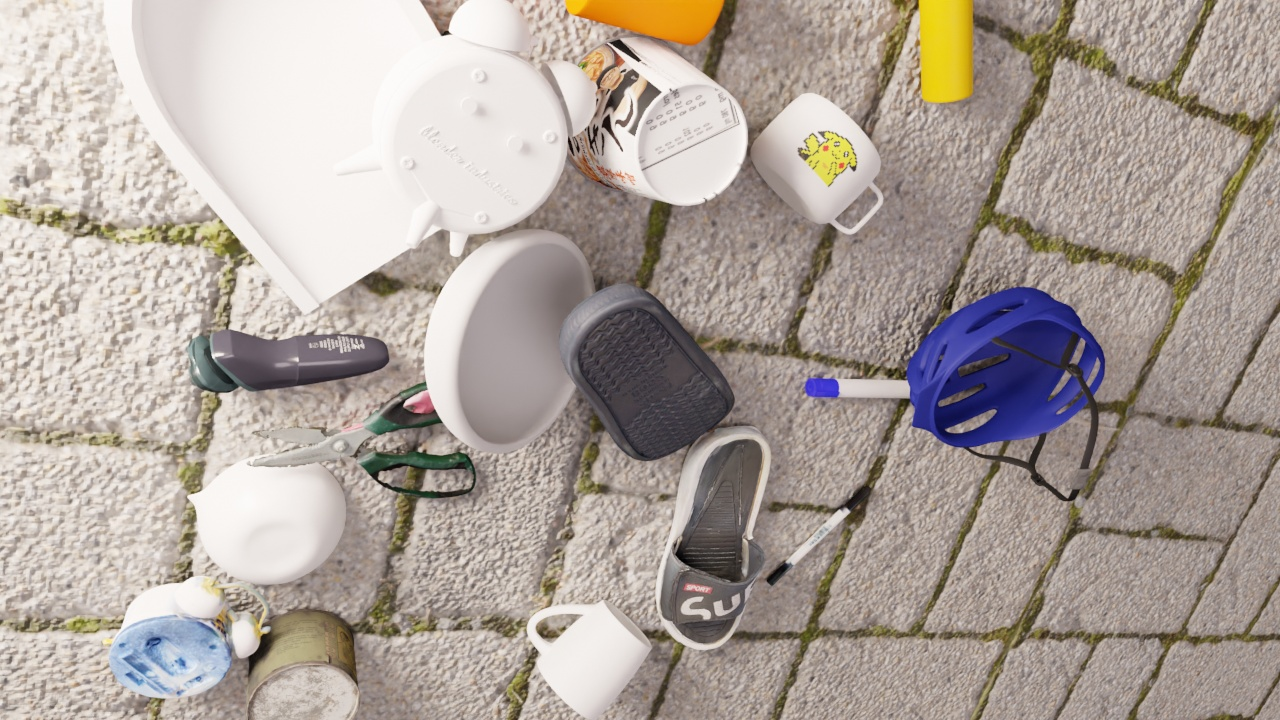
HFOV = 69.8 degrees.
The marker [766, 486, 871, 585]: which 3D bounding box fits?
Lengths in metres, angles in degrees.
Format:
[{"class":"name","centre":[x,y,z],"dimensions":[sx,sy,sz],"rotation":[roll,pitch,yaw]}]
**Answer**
[{"class":"marker","centre":[0.194,0.190,0.995],"dimensions":[0.152,0.011,0.011],"rotation":[-44,122,2]}]

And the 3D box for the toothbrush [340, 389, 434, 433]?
[{"class":"toothbrush","centre":[-0.200,0.044,0.758],"dimensions":[0.135,0.016,0.022],"rotation":[-25,130,-10]}]

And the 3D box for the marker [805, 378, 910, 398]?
[{"class":"marker","centre":[0.232,0.029,0.929],"dimensions":[0.141,0.020,0.020],"rotation":[2,113,-23]}]

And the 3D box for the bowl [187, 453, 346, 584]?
[{"class":"bowl","centre":[-0.296,0.137,0.741],"dimensions":[0.114,0.050,0.115],"rotation":[-9,117,-19]}]

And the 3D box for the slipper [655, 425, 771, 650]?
[{"class":"slipper","centre":[0.080,0.192,0.920],"dimensions":[0.111,0.063,0.264],"rotation":[0,111,-23]}]

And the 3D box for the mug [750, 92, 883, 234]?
[{"class":"mug","centre":[0.150,-0.157,0.759],"dimensions":[0.115,0.094,0.068],"rotation":[44,94,-10]}]

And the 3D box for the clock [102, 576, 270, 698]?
[{"class":"clock","centre":[-0.363,0.220,0.742],"dimensions":[0.125,0.052,0.089],"rotation":[-26,124,1]}]

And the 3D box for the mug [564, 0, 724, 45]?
[{"class":"mug","centre":[0.004,-0.293,0.658],"dimensions":[0.095,0.078,0.112],"rotation":[5,83,-25]}]

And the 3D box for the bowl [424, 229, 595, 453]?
[{"class":"bowl","centre":[-0.110,-0.020,0.716],"dimensions":[0.176,0.066,0.177],"rotation":[-37,137,-46]}]

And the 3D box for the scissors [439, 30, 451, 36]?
[{"class":"scissors","centre":[-0.172,-0.176,0.664],"dimensions":[0.154,0.019,0.126],"rotation":[1,109,-19]}]

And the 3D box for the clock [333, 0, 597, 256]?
[{"class":"clock","centre":[-0.110,-0.150,0.615],"dimensions":[0.161,0.073,0.125],"rotation":[-47,127,10]}]

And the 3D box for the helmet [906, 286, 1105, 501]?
[{"class":"helmet","centre":[0.374,0.031,0.869],"dimensions":[0.241,0.227,0.148],"rotation":[-13,126,-20]}]

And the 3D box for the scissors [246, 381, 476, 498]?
[{"class":"scissors","centre":[-0.217,0.083,0.756],"dimensions":[0.209,0.015,0.137],"rotation":[-12,128,-23]}]

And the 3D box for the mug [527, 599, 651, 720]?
[{"class":"mug","centre":[-0.055,0.280,0.903],"dimensions":[0.114,0.081,0.087],"rotation":[43,86,-1]}]

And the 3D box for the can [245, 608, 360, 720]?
[{"class":"can","centre":[-0.292,0.273,0.794],"dimensions":[0.089,0.074,0.090],"rotation":[-8,116,-18]}]

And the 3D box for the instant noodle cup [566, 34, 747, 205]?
[{"class":"instant noodle cup","centre":[0.014,-0.172,0.683],"dimensions":[0.123,0.122,0.124],"rotation":[-9,117,-19]}]

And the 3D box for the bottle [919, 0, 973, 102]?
[{"class":"bottle","centre":[0.258,-0.295,0.774],"dimensions":[0.043,0.043,0.144],"rotation":[-19,120,-14]}]

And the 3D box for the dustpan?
[{"class":"dustpan","centre":[-0.222,-0.177,0.607],"dimensions":[0.191,0.053,0.258],"rotation":[-32,117,-2]}]

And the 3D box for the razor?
[{"class":"razor","centre":[-0.264,-0.001,0.697],"dimensions":[0.142,0.047,0.052],"rotation":[-6,140,-23]}]

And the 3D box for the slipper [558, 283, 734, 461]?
[{"class":"slipper","centre":[-0.005,0.005,0.777],"dimensions":[0.111,0.083,0.268],"rotation":[-38,148,1]}]
